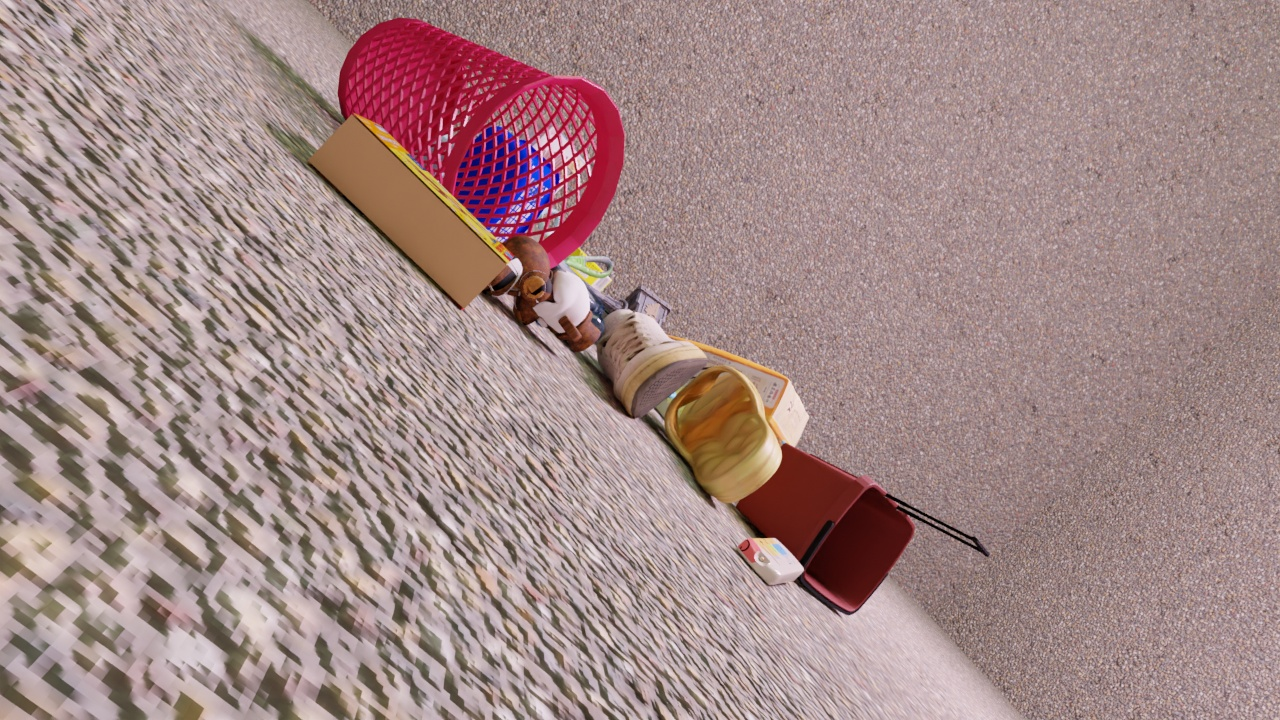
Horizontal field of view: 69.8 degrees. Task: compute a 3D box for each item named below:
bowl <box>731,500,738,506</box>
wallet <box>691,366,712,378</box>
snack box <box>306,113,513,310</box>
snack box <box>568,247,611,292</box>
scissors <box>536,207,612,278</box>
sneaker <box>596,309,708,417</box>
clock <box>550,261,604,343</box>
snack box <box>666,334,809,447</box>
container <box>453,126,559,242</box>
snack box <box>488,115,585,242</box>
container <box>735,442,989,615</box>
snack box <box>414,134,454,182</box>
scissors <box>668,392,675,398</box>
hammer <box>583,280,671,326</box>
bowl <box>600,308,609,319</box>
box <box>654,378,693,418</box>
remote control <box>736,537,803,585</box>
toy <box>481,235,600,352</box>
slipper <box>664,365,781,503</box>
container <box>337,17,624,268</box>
[{"bbox_3d":[0.102,0.121,0.988,0.110,0.040,0.110,45,3,-3],"label":"bowl"},{"bbox_3d":[0.039,0.015,1.143,0.116,0.018,0.091,1,-1,6],"label":"wallet"},{"bbox_3d":[-0.143,-0.096,0.596,0.126,0.040,0.088,45,3,-11],"label":"snack box"},{"bbox_3d":[-0.082,-0.136,1.314,0.040,0.029,0.148,46,3,16],"label":"snack box"},{"bbox_3d":[-0.105,-0.129,1.114,0.171,0.023,0.168,0,61,-45],"label":"scissors"},{"bbox_3d":[0.001,-0.008,0.896,0.102,0.089,0.241,51,0,3],"label":"sneaker"},{"bbox_3d":[-0.078,-0.057,0.900,0.090,0.052,0.129,44,8,-21],"label":"clock"},{"bbox_3d":[0.122,0.041,1.253,0.195,0.080,0.145,21,-14,28],"label":"snack box"},{"bbox_3d":[-0.152,-0.178,0.946,0.096,0.114,0.058,47,10,26],"label":"container"},{"bbox_3d":[-0.138,-0.201,1.050,0.026,0.150,0.082,48,5,32],"label":"snack box"},{"bbox_3d":[0.207,0.175,0.879,0.201,0.127,0.148,34,-5,45],"label":"container"},{"bbox_3d":[-0.243,-0.241,1.038,0.075,0.053,0.174,36,4,-10],"label":"snack box"},{"bbox_3d":[-0.005,0.007,1.068,0.125,0.015,0.136,31,20,-12],"label":"scissors"},{"bbox_3d":[-0.105,-0.117,1.143,0.322,0.044,0.098,35,41,-16],"label":"hammer"},{"bbox_3d":[-0.072,-0.072,1.270,0.157,0.038,0.157,45,3,-3],"label":"bowl"},{"bbox_3d":[0.090,0.092,1.153,0.078,0.089,0.188,19,-15,47],"label":"box"},{"bbox_3d":[0.105,0.161,0.735,0.038,0.018,0.125,46,5,21],"label":"remote control"},{"bbox_3d":[-0.080,-0.052,0.738,0.112,0.067,0.087,54,-1,-25],"label":"toy"},{"bbox_3d":[0.071,0.056,0.905,0.078,0.099,0.263,49,6,-14],"label":"slipper"},{"bbox_3d":[-0.157,-0.206,0.820,0.226,0.183,0.183,38,-1,31],"label":"container"}]
